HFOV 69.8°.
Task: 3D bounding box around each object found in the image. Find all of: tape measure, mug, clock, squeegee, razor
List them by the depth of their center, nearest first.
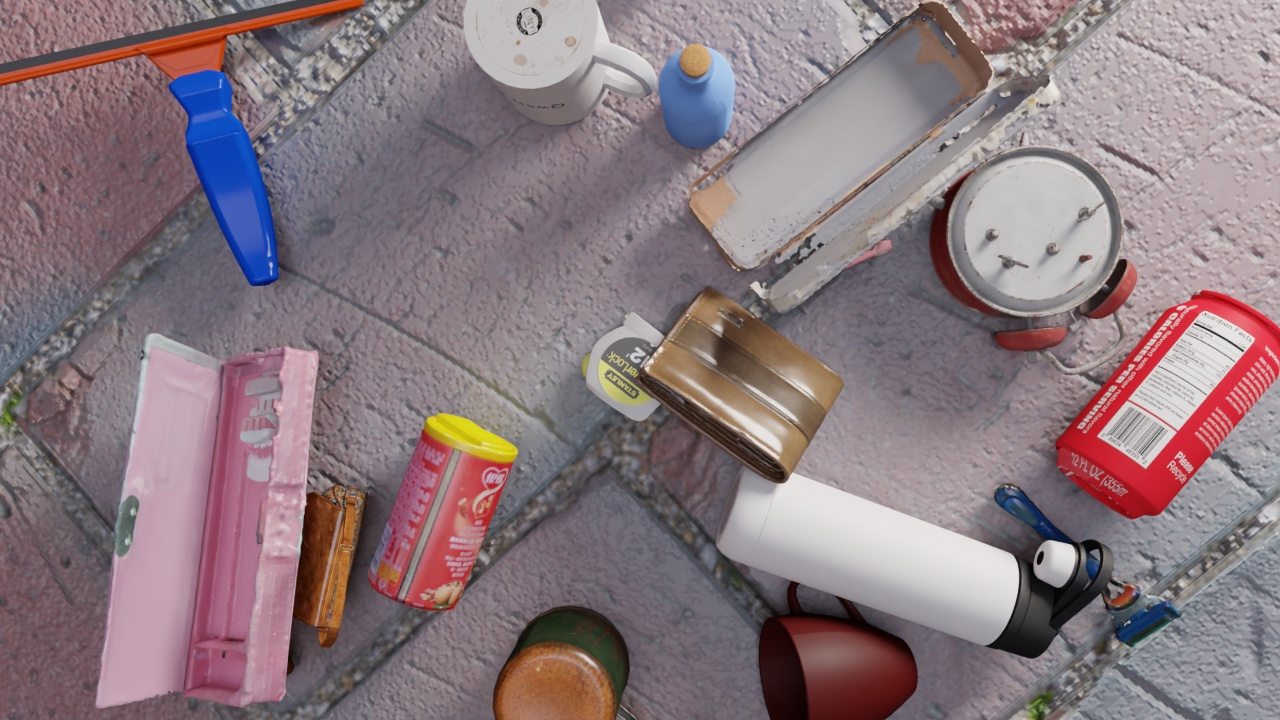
[{"bbox_3d":[0.263,-0.065,0.601,0.110,0.062,0.157,-31,89,4],"label":"clock"},{"bbox_3d":[-0.046,-0.201,0.604,0.119,0.096,0.083,21,93,4],"label":"mug"},{"bbox_3d":[0.134,0.198,0.619,0.088,0.087,0.114,-4,63,-13],"label":"mug"},{"bbox_3d":[-0.042,0.229,0.624,0.111,0.081,0.085,39,94,3],"label":"mug"},{"bbox_3d":[0.298,0.133,0.625,0.141,0.018,0.044,44,119,5],"label":"razor"},{"bbox_3d":[-0.004,0.004,0.646,0.064,0.016,0.065,38,94,3],"label":"tape measure"},{"bbox_3d":[-0.293,-0.142,0.647,0.249,0.055,0.185,-18,90,-12],"label":"squeegee"}]

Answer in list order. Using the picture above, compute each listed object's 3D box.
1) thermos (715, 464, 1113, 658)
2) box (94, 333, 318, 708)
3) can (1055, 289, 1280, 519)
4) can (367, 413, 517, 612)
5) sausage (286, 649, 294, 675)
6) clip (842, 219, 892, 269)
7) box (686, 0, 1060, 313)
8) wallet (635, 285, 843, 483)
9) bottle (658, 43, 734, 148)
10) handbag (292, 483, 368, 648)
[{"bbox_3d":[0.172,0.122,0.603,0.230,0.068,0.101,19,124,3],"label":"thermos"},{"bbox_3d":[-0.287,0.101,0.591,0.100,0.106,0.232,-8,74,38],"label":"box"},{"bbox_3d":[0.339,0.030,0.591,0.074,0.074,0.142,38,94,3],"label":"can"},{"bbox_3d":[-0.137,0.105,0.635,0.067,0.066,0.124,22,93,4],"label":"can"},{"bbox_3d":[-0.292,0.164,0.664,0.040,0.040,0.155,-19,89,5],"label":"sausage"},{"bbox_3d":[0.142,-0.080,0.631,0.060,0.023,0.044,-9,86,3],"label":"clip"},{"bbox_3d":[0.140,-0.134,0.592,0.217,0.095,0.115,-39,85,4],"label":"box"},{"bbox_3d":[0.068,0.014,0.614,0.121,0.027,0.098,35,54,5],"label":"wallet"},{"bbox_3d":[0.036,-0.171,0.581,0.048,0.131,0.048,0,91,4],"label":"bottle"},{"bbox_3d":[-0.200,0.138,0.578,0.043,0.196,0.093,13,90,-18],"label":"handbag"}]
